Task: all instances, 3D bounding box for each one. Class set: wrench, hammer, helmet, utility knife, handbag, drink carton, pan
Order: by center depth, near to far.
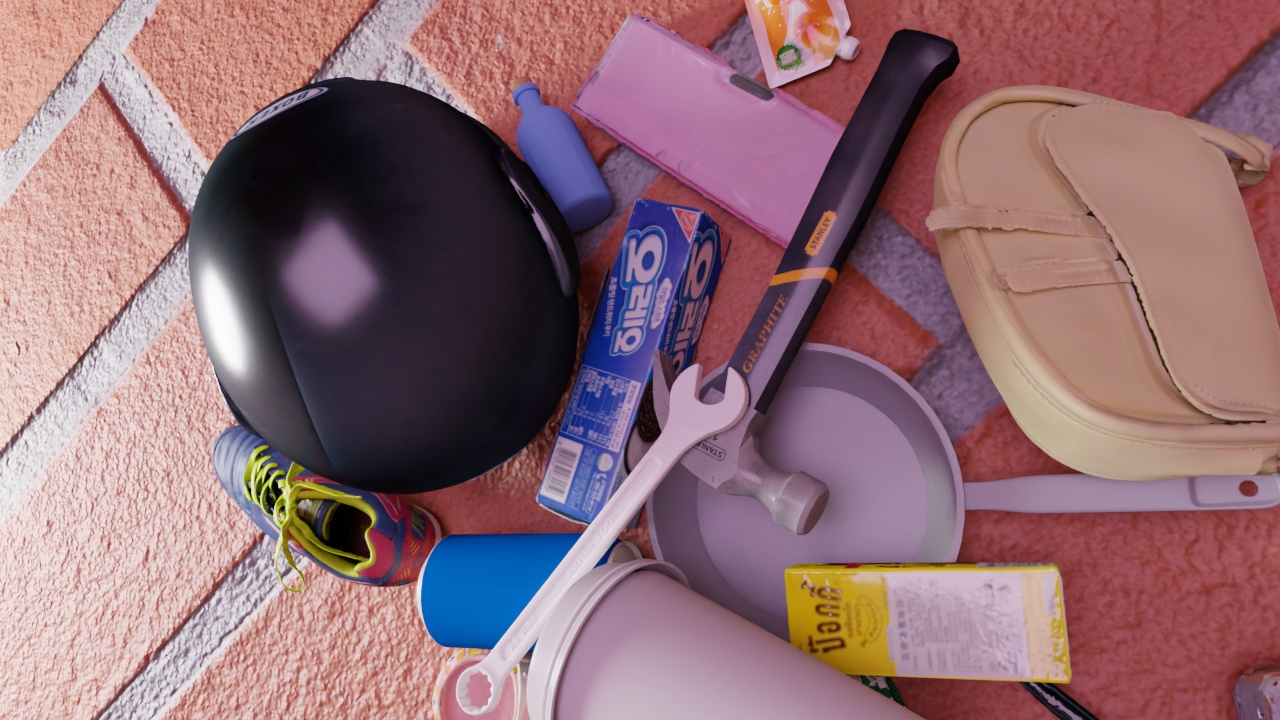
[{"bbox_3d":[0.256,-0.047,0.495,0.191,0.088,0.232,-5,62,15],"label":"handbag"},{"bbox_3d":[0.252,0.207,0.512,0.213,0.028,0.020,40,91,25],"label":"utility knife"},{"bbox_3d":[0.172,0.083,0.554,0.357,0.050,0.200,-5,79,23],"label":"pan"},{"bbox_3d":[-0.027,0.112,0.570,0.047,0.009,0.273,40,95,28],"label":"wrench"},{"bbox_3d":[0.115,-0.061,0.574,0.139,0.035,0.312,28,90,27],"label":"hammer"},{"bbox_3d":[-0.175,-0.070,0.619,0.249,0.236,0.316,-24,69,7],"label":"helmet"},{"bbox_3d":[0.109,-0.260,0.655,0.069,0.038,0.122,-17,80,20],"label":"drink carton"}]

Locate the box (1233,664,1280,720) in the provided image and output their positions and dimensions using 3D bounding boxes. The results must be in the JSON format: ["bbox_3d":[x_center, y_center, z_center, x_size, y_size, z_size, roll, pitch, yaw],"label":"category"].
[{"bbox_3d":[0.351,0.256,0.435,0.081,0.063,0.216,-7,77,-1],"label":"box"}]

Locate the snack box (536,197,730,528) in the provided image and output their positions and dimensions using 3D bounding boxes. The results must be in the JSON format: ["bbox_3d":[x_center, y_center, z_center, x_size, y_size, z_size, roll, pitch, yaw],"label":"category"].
[{"bbox_3d":[-0.004,0.004,0.641,0.059,0.059,0.226,16,87,29],"label":"snack box"}]

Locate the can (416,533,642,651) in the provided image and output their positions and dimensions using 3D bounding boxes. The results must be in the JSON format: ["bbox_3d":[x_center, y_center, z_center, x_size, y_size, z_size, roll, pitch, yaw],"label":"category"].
[{"bbox_3d":[-0.075,0.159,0.632,0.146,0.079,0.079,-5,79,23],"label":"can"}]

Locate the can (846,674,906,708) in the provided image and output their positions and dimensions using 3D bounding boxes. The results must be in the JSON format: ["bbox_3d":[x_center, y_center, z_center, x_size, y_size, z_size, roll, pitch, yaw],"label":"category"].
[{"bbox_3d":[0.109,0.222,0.553,0.101,0.053,0.053,-31,70,12],"label":"can"}]

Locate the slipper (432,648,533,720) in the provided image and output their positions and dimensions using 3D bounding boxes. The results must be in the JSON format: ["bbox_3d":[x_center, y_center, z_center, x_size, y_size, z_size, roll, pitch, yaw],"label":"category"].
[{"bbox_3d":[-0.067,0.241,0.611,0.197,0.081,0.093,11,76,28],"label":"slipper"}]

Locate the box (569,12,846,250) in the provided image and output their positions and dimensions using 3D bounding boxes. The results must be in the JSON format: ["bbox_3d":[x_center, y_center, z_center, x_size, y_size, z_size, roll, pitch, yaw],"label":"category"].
[{"bbox_3d":[0.057,-0.162,0.655,0.233,0.037,0.098,39,96,24],"label":"box"}]

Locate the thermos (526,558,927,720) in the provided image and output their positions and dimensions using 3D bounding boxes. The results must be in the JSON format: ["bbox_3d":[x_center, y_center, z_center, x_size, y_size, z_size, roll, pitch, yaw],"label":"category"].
[{"bbox_3d":[0.056,0.197,0.487,0.222,0.131,0.131,14,86,37],"label":"thermos"}]

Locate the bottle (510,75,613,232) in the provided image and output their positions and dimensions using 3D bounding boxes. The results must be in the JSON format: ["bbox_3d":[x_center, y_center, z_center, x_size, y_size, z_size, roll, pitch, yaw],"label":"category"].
[{"bbox_3d":[-0.068,-0.163,0.703,0.048,0.048,0.131,-31,70,15],"label":"bottle"}]

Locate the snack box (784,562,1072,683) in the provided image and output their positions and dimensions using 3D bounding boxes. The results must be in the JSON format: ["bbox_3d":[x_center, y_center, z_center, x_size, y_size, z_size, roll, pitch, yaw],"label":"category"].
[{"bbox_3d":[0.158,0.145,0.516,0.149,0.025,0.061,-6,85,24],"label":"snack box"}]

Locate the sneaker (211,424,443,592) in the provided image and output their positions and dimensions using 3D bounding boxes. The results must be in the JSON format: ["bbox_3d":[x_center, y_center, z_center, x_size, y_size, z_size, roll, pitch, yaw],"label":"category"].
[{"bbox_3d":[-0.266,0.103,0.718,0.242,0.091,0.116,19,91,26],"label":"sneaker"}]
